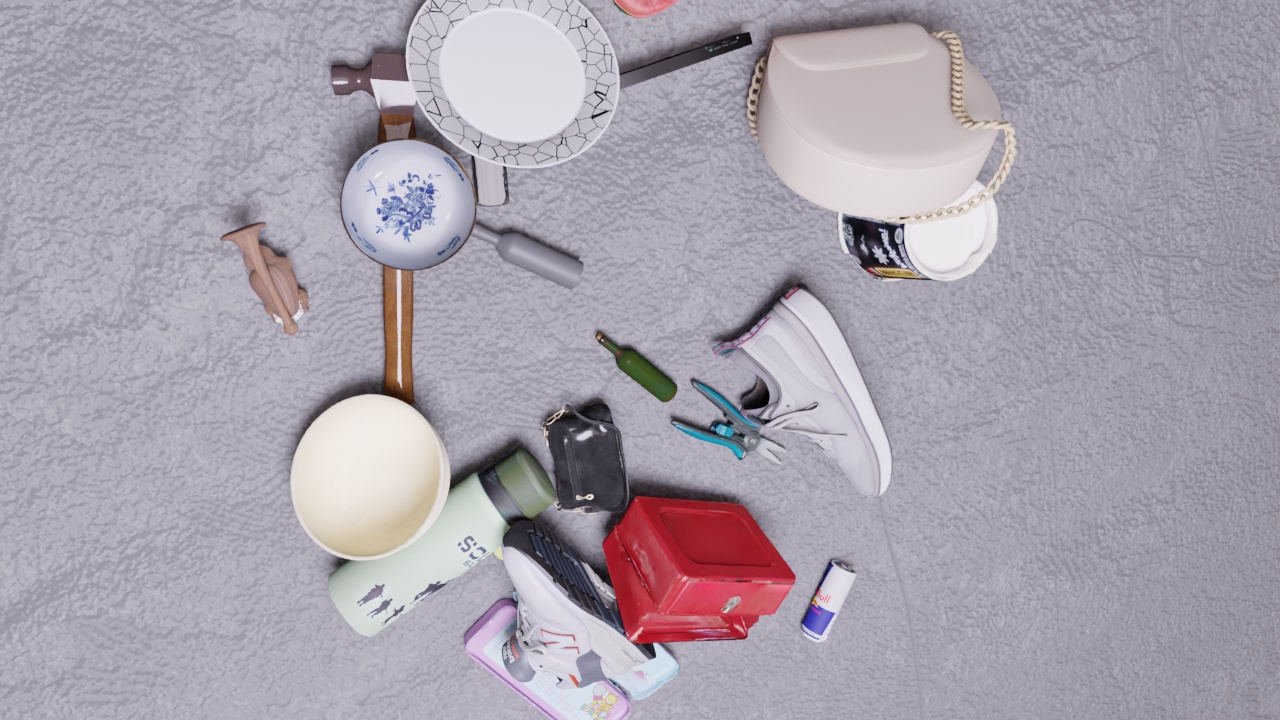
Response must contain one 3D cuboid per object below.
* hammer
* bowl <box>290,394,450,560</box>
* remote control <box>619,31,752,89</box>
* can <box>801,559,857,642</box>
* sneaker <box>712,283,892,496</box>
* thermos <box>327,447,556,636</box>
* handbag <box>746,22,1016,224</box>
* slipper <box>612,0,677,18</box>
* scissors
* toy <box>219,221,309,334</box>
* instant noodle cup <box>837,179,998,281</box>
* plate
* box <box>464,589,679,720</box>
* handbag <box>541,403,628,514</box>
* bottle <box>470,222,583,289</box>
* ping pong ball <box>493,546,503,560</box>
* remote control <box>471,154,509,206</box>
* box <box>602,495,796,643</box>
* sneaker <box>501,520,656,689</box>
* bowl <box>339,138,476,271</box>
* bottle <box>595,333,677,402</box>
[{"bbox_3d":[-0.223,-0.114,0.850,0.115,0.033,0.323,0,105,-14],"label":"hammer"},{"bbox_3d":[-0.243,0.112,0.868,0.151,0.075,0.150,-2,78,12],"label":"bowl"},{"bbox_3d":[0.032,-0.283,0.871,0.150,0.034,0.013,-22,109,-9],"label":"remote control"},{"bbox_3d":[0.221,0.284,1.080,0.032,0.032,0.095,20,99,-20],"label":"can"},{"bbox_3d":[0.180,0.055,0.981,0.129,0.096,0.263,-28,112,6],"label":"sneaker"},{"bbox_3d":[-0.192,0.174,0.911,0.231,0.082,0.082,-36,111,-1],"label":"thermos"},{"bbox_3d":[0.218,-0.232,0.851,0.210,0.208,0.104,-11,146,-13],"label":"handbag"},{"bbox_3d":[0.078,-0.405,0.838,0.248,0.059,0.103,-33,111,-3],"label":"slipper"},{"bbox_3d":[0.094,0.075,0.995,0.147,0.019,0.123,-12,104,-18],"label":"scissors"},{"bbox_3d":[-0.329,-0.074,0.818,0.041,0.054,0.102,-21,112,-5],"label":"toy"},{"bbox_3d":[0.288,-0.140,0.940,0.137,0.112,0.137,-4,105,-14],"label":"instant noodle cup"},{"bbox_3d":[-0.112,-0.257,0.818,0.188,0.016,0.188,4,77,-16],"label":"plate"},{"bbox_3d":[-0.071,0.323,1.010,0.151,0.035,0.214,-41,111,5],"label":"box"},{"bbox_3d":[-0.057,0.103,0.944,0.079,0.054,0.128,-12,110,-8],"label":"handbag"},{"bbox_3d":[-0.111,-0.104,0.883,0.113,0.030,0.030,23,98,-20],"label":"bottle"},{"bbox_3d":[-0.135,0.188,0.951,0.040,0.040,0.040,-4,106,-15],"label":"ping pong ball"},{"bbox_3d":[-0.143,-0.212,0.854,0.033,0.013,0.136,-7,105,-15],"label":"remote control"},{"bbox_3d":[0.059,0.207,0.940,0.157,0.134,0.111,7,131,-32],"label":"box"},{"bbox_3d":[-0.092,0.266,0.919,0.124,0.088,0.240,-36,124,9],"label":"sneaker"},{"bbox_3d":[-0.202,-0.138,0.806,0.114,0.045,0.114,-3,106,-11],"label":"bowl"},{"bbox_3d":[-0.006,0.006,0.945,0.106,0.025,0.025,39,92,-21],"label":"bottle"}]
